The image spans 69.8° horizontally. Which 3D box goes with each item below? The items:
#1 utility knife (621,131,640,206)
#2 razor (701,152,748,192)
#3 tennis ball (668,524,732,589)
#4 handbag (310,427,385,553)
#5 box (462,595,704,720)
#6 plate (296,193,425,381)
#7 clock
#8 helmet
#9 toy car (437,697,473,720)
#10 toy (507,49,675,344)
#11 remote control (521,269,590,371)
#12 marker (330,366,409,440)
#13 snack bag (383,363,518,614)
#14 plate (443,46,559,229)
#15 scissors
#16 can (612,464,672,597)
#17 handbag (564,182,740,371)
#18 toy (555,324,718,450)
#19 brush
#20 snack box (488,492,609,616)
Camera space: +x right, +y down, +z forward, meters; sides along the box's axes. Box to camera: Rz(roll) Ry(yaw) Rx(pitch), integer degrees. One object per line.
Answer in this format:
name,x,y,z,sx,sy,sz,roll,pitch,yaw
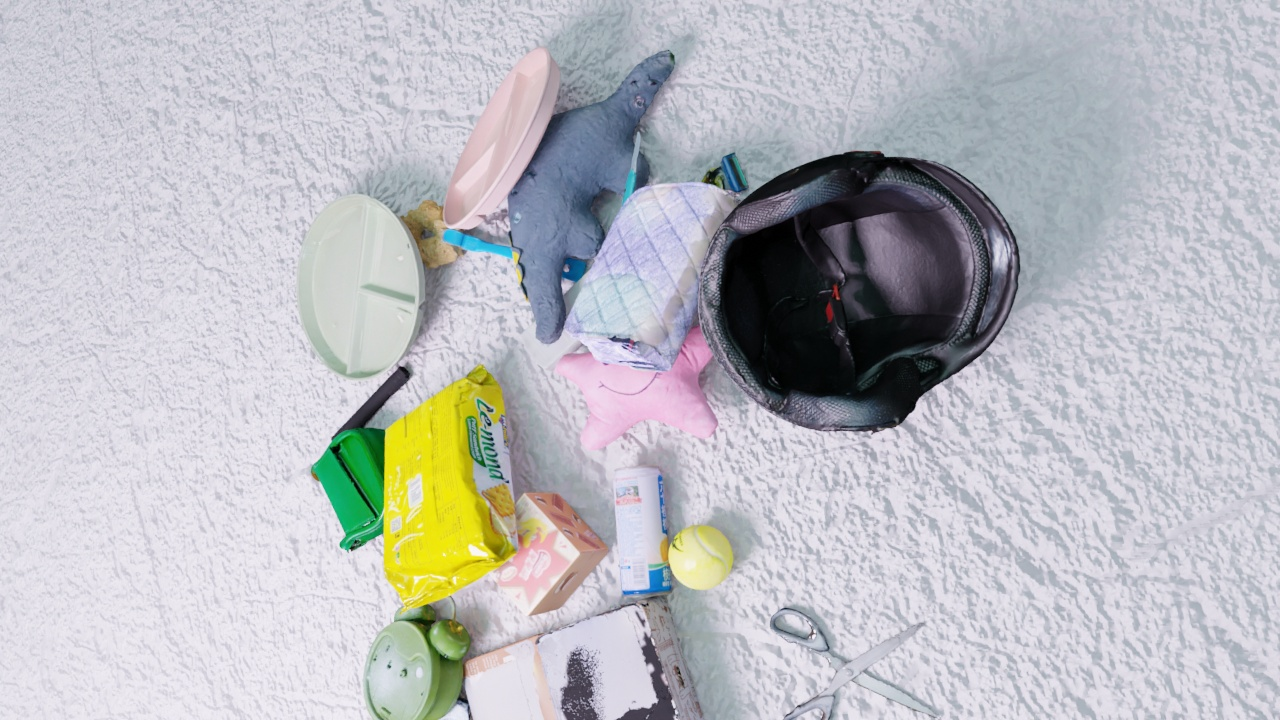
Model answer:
utility knife,-0.020,-0.155,1.005,0.013,0.029,0.193,9,95,-19
razor,0.047,-0.180,1.014,0.143,0.022,0.042,-23,89,9
tennis ball,0.061,0.200,0.934,0.066,0.065,0.065,-4,81,22
handbag,-0.335,0.152,1.108,0.120,0.068,0.131,-37,71,21
box,-0.073,0.369,0.954,0.262,0.088,0.178,-23,74,16
plate,-0.346,-0.089,1.135,0.231,0.027,0.230,2,94,34
clock,-0.248,0.337,1.032,0.116,0.056,0.161,14,84,40
helmet,0.187,-0.071,0.838,0.275,0.230,0.233,-14,103,6
toy car,-0.206,0.433,1.027,0.049,0.031,0.105,-14,76,19
toy,-0.074,-0.200,1.032,0.138,0.091,0.356,26,88,13
remote control,-0.069,-0.054,1.049,0.150,0.021,0.058,-41,70,12
marker,-0.335,0.059,1.142,0.132,0.020,0.022,-45,62,10
snack bag,-0.217,0.139,1.007,0.158,0.068,0.246,-32,50,25
plate,-0.158,-0.249,1.045,0.230,0.028,0.229,-42,33,36
scissors,0.200,0.307,0.889,0.177,0.014,0.159,22,91,23
can,0.001,0.179,0.967,0.053,0.053,0.134,-9,79,21
handbag,0.015,-0.086,0.933,0.134,0.075,0.193,6,65,47
toy,-0.006,0.006,0.986,0.195,0.074,0.178,-7,72,22
brush,-0.183,-0.134,1.098,0.255,0.046,0.083,15,87,19
snack box,-0.107,0.208,0.995,0.094,0.077,0.093,43,99,22
